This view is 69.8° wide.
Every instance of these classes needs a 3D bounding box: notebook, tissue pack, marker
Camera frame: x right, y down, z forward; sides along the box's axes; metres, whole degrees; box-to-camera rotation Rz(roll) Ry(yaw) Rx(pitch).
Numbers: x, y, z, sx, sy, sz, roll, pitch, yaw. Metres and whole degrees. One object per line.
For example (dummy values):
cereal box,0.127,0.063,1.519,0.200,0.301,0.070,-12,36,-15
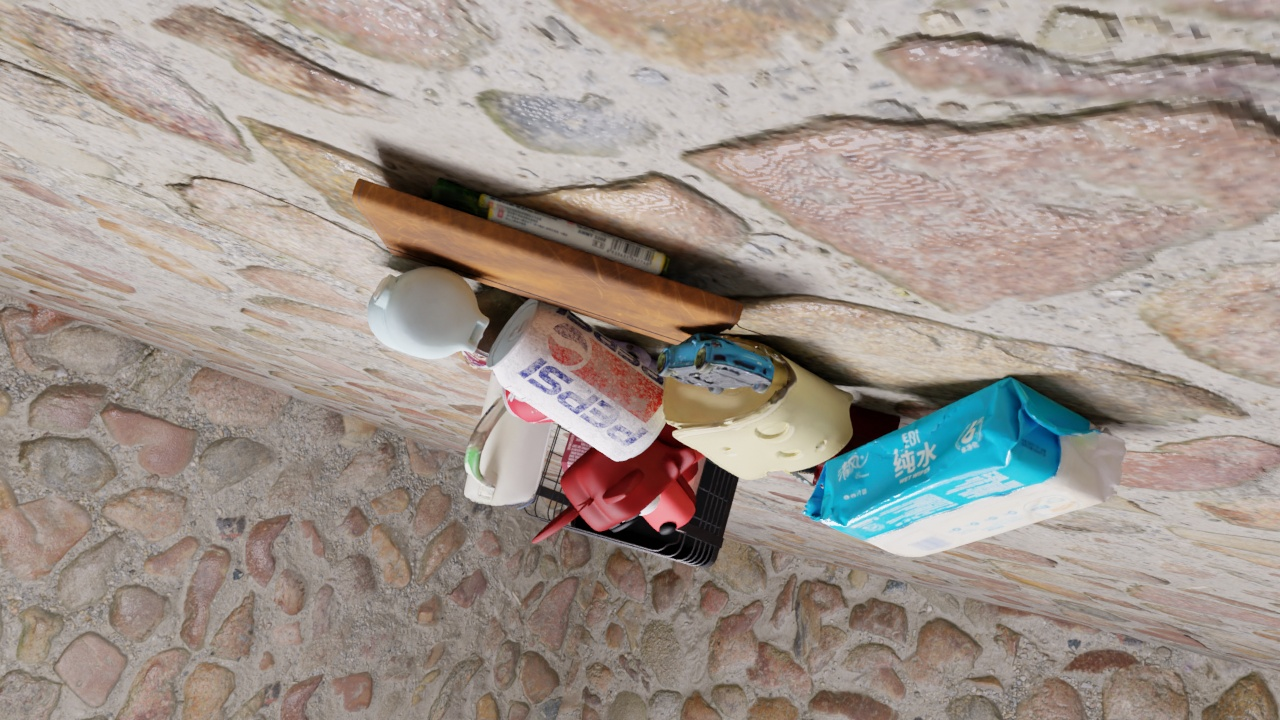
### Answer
notebook,-0.054,-0.053,0.616,0.249,0.014,0.178,18,173,-5
tissue pack,0.225,0.088,0.663,0.117,0.066,0.210,22,143,-27
marker,-0.053,-0.078,0.548,0.146,0.017,0.017,18,168,-4

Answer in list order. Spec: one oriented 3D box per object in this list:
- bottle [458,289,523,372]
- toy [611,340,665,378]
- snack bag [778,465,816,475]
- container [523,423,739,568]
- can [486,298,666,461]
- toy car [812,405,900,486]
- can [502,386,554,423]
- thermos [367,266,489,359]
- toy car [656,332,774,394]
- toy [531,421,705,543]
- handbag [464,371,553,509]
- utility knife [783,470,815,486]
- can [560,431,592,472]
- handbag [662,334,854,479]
bottle,-0.129,-0.024,0.795,0.056,0.056,0.105,19,168,-11
toy,-0.005,0.005,0.809,0.080,0.036,0.099,-1,164,24
snack bag,0.149,0.098,0.951,0.155,0.018,0.074,10,-170,-26
container,-0.010,0.130,1.062,0.242,0.162,0.130,8,165,34
can,-0.047,0.015,0.725,0.136,0.078,0.078,36,162,-20
toy car,0.191,0.081,0.814,0.070,0.061,0.170,14,167,12
can,-0.074,0.026,0.873,0.105,0.064,0.064,-5,159,27
thermos,-0.172,-0.037,0.711,0.078,0.065,0.207,29,173,-19
toy car,0.048,0.001,0.588,0.048,0.032,0.105,19,171,-20
toy,0.006,0.099,0.844,0.159,0.196,0.120,-31,95,46
handbag,-0.137,0.082,0.956,0.074,0.151,0.176,16,-173,5
utility knife,0.109,0.080,0.903,0.030,0.017,0.175,16,-164,-42
can,-0.039,0.071,0.956,0.063,0.114,0.063,16,168,3
handbag,0.091,0.036,0.712,0.111,0.081,0.119,-11,150,40
